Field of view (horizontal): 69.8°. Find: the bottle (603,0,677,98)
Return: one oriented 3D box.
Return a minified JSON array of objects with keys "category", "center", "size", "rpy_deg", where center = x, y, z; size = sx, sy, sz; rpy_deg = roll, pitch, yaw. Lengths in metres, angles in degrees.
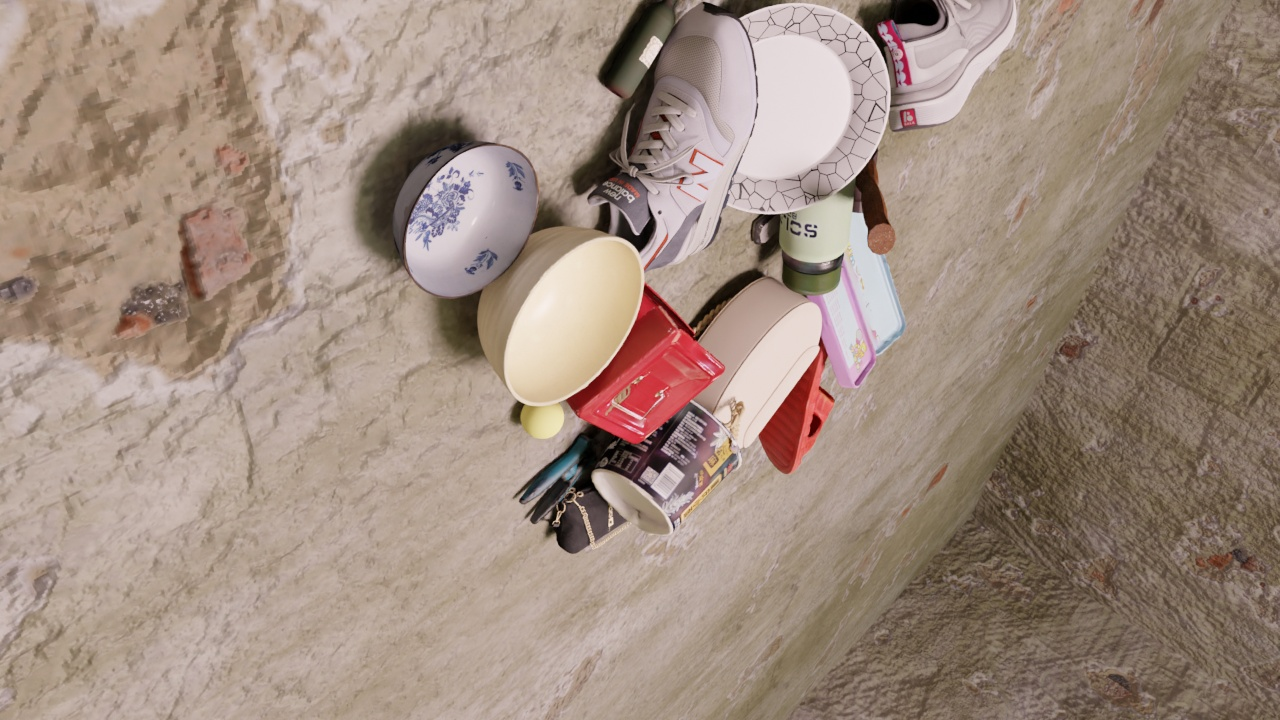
[{"category":"bottle","center":[0.008,-0.249,0.696],"size":[0.106,0.025,0.025],"rpy_deg":[-58,151,6]}]

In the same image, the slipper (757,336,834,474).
[{"category":"slipper","center":[0.217,0.037,1.232],"size":[0.059,0.103,0.249],"rpy_deg":[-10,123,-30]}]

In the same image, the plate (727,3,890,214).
[{"category":"plate","center":[0.124,-0.219,0.810],"size":[0.188,0.016,0.189],"rpy_deg":[-3,126,-4]}]

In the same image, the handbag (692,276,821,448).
[{"category":"handbag","center":[0.130,0.013,1.077],"size":[0.210,0.103,0.208],"rpy_deg":[-54,155,0]}]

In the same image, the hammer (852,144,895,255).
[{"category":"hammer","center":[0.237,-0.173,0.946],"size":[0.322,0.033,0.115],"rpy_deg":[-68,161,-64]}]

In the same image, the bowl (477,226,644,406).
[{"category":"bowl","center":[-0.075,-0.046,0.734],"size":[0.150,0.075,0.151],"rpy_deg":[-36,145,-31]}]

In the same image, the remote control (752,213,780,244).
[{"category":"remote control","center":[0.173,-0.176,1.032],"size":[0.136,0.013,0.033],"rpy_deg":[-41,147,-25]}]

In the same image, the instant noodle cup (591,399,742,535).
[{"category":"instant noodle cup","center":[0.020,0.111,0.969],"size":[0.112,0.137,0.137],"rpy_deg":[-49,152,-25]}]

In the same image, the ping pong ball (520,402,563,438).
[{"category":"ping pong ball","center":[-0.091,0.053,0.849],"size":[0.040,0.040,0.040],"rpy_deg":[-37,146,-30]}]

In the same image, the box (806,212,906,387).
[{"category":"box","center":[0.266,-0.087,1.153],"size":[0.150,0.035,0.214],"rpy_deg":[-41,120,-29]}]

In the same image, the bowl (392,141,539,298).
[{"category":"bowl","center":[-0.127,-0.103,0.628],"size":[0.114,0.045,0.114],"rpy_deg":[-36,146,-30]}]

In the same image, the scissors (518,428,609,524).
[{"category":"scissors","center":[-0.074,0.113,0.961],"size":[0.147,0.019,0.124],"rpy_deg":[-16,133,-51]}]

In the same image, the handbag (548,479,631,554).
[{"category":"handbag","center":[-0.050,0.160,1.025],"size":[0.128,0.054,0.079],"rpy_deg":[-26,130,-37]}]

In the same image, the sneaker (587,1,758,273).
[{"category":"sneaker","center":[0.018,-0.157,0.744],"size":[0.124,0.089,0.240],"rpy_deg":[-38,151,-32]}]

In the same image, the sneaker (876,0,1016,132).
[{"category":"sneaker","center":[0.328,-0.367,1.001],"size":[0.262,0.097,0.129],"rpy_deg":[-51,127,-30]}]

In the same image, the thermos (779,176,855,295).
[{"category":"thermos","center":[0.187,-0.176,0.969],"size":[0.082,0.082,0.232],"rpy_deg":[-37,140,-30]}]

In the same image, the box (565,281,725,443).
[{"category":"box","center":[-0.014,-0.004,0.867],"size":[0.134,0.110,0.157],"rpy_deg":[-44,155,3]}]
